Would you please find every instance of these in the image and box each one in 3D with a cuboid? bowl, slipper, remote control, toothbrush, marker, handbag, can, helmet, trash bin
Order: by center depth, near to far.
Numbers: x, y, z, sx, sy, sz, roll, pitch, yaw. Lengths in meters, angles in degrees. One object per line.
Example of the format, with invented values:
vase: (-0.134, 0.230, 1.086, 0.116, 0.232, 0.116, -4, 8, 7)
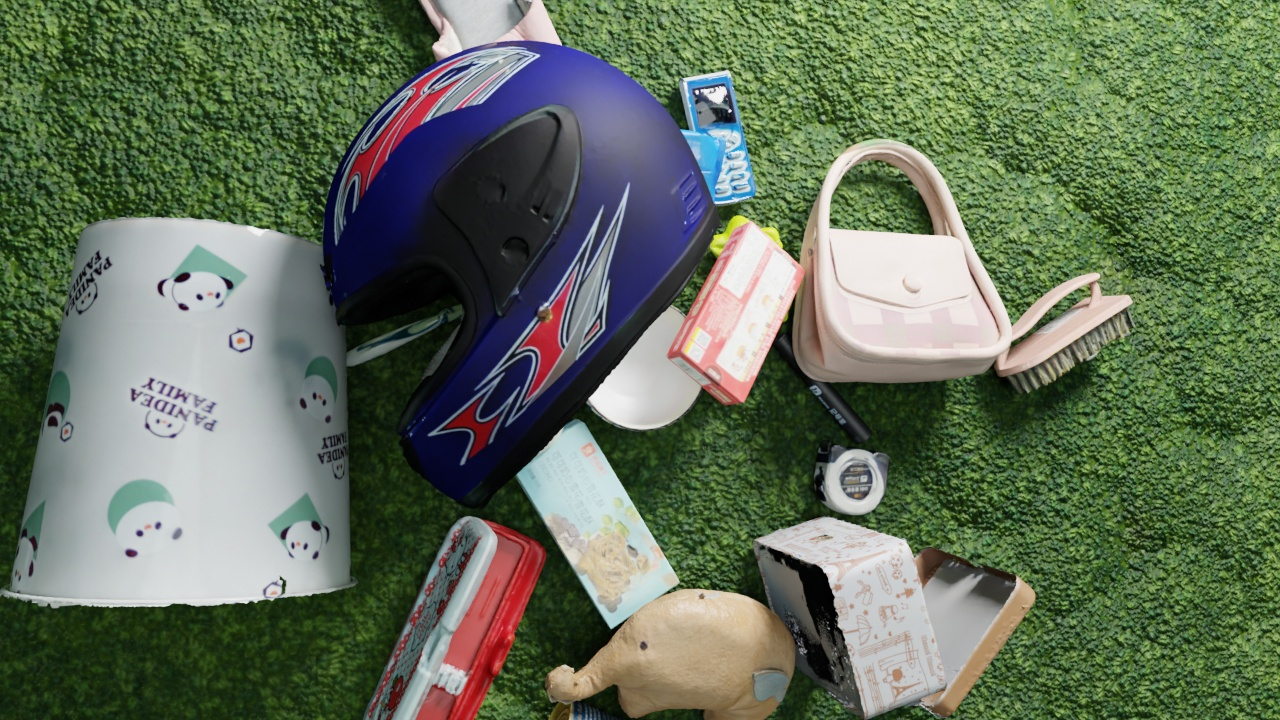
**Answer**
helmet: (-0.108, -0.081, 0.667, 0.240, 0.247, 0.315, 40, 85, -5)
trash bin: (-0.321, 0.041, 0.678, 0.229, 0.230, 0.251, 3, 83, -12)
can: (-0.028, 0.349, 0.799, 0.111, 0.075, 0.075, 26, 83, -11)
slipper: (-0.121, -0.269, 0.807, 0.114, 0.054, 0.274, -28, 97, -13)
toothbrush: (-0.175, -0.039, 0.808, 0.191, 0.018, 0.016, -26, 82, -13)
bowl: (-0.005, 0.005, 0.820, 0.116, 0.066, 0.116, 1, 87, -12)
remote control: (0.072, -0.208, 0.865, 0.049, 0.024, 0.125, -13, 92, -13)
handbag: (0.238, -0.096, 0.869, 0.193, 0.093, 0.234, 1, 77, -18)
marker: (0.175, 0.026, 0.882, 0.022, 0.020, 0.132, -43, 96, -14)

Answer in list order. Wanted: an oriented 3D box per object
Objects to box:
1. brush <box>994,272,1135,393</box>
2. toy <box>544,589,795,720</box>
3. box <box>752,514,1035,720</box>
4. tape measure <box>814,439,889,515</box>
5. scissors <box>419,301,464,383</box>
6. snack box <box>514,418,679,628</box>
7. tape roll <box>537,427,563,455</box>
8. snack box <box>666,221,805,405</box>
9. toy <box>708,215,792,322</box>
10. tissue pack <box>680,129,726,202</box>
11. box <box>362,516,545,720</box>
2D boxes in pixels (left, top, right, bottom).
brush: (0.412, -0.027, 0.914, 0.145, 0.063, 0.073, -30, 99, -10)
toy: (0.030, 0.257, 0.793, 0.225, 0.082, 0.143, 16, 101, -22)
box: (0.229, 0.211, 0.805, 0.184, 0.183, 0.154, -18, 92, -13)
tape measure: (0.200, 0.114, 0.878, 0.065, 0.034, 0.066, 13, 83, -10)
scissors: (-0.133, -0.054, 0.801, 0.225, 0.015, 0.189, -32, 83, -12)
snack box: (-0.042, 0.143, 0.814, 0.074, 0.052, 0.175, -32, 95, -11)
tape roll: (-0.107, 0.048, 0.796, 0.086, 0.014, 0.085, -6, 54, 8)
snack box: (0.087, -0.043, 0.809, 0.075, 0.026, 0.152, 38, 63, -20)
toy: (0.103, -0.081, 0.864, 0.096, 0.031, 0.100, 20, 80, -11)
tissue pack: (0.000, -0.163, 0.820, 0.157, 0.052, 0.095, 1, 105, -21)
box: (-0.154, 0.235, 0.763, 0.095, 0.101, 0.201, 26, 83, -10)
